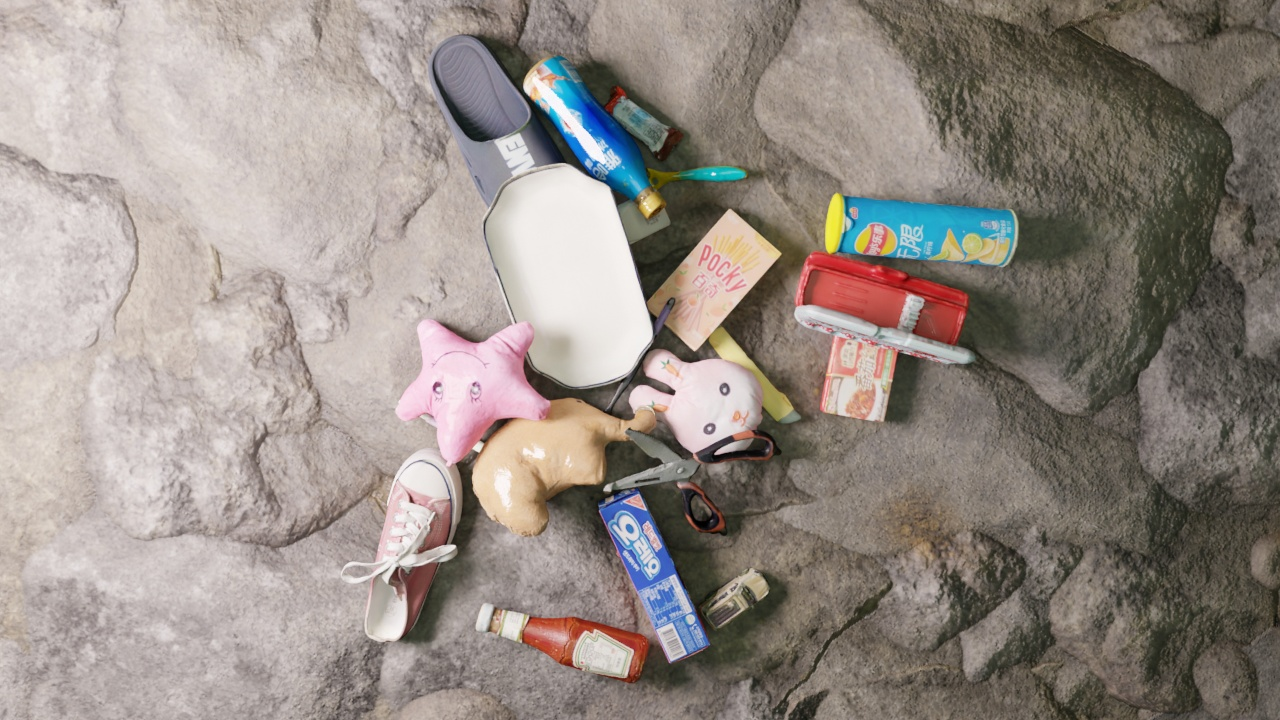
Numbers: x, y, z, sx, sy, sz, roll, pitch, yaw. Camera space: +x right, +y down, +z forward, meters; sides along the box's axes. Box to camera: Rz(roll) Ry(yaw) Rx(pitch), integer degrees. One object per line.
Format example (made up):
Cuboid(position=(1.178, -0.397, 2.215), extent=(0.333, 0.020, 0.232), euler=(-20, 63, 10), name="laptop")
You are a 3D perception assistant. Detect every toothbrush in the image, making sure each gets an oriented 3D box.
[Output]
Cuboid(position=(-0.211, 0.099, 1.116), extent=(0.189, 0.029, 0.020), euler=(28, 50, -3), name="toothbrush")
Cuboid(position=(-0.006, 0.006, 1.104), extent=(0.014, 0.016, 0.189), euler=(31, 99, 8), name="toothbrush")

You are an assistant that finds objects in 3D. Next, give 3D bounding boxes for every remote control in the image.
Cuboid(position=(-0.028, -0.157, 1.100), extent=(0.125, 0.024, 0.049), euler=(-27, 120, 0), name="remote control")

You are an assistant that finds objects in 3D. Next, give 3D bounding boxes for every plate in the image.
Cuboid(position=(-0.081, -0.097, 1.074), extent=(0.162, 0.034, 0.266), euler=(-15, 106, 10), name="plate")

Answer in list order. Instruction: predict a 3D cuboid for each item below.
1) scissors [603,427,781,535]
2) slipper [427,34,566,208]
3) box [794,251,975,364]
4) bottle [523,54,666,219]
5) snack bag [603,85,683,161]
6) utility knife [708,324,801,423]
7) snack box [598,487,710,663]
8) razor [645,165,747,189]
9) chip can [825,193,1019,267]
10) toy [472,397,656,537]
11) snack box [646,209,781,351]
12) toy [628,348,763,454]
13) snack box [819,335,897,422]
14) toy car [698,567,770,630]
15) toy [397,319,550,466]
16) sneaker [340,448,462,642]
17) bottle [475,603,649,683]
Cuboid(position=(0.065, 0.128, 1.069), extent=(0.189, 0.015, 0.225), euler=(-40, 124, 1), name="scissors")
Cuboid(position=(-0.169, -0.265, 1.075), extent=(0.111, 0.083, 0.268), euler=(-30, 90, 2), name="slipper")
Cuboid(position=(0.283, -0.062, 1.050), extent=(0.201, 0.100, 0.094), euler=(15, 91, -2), name="box")
Cuboid(position=(-0.049, -0.256, 1.070), extent=(0.065, 0.065, 0.218), euler=(-39, 84, 0), name="bottle")
Cuboid(position=(-0.001, -0.285, 1.102), extent=(0.105, 0.026, 0.045), euler=(36, 82, -2), name="snack bag")
Cuboid(position=(0.129, 0.009, 1.117), extent=(0.031, 0.019, 0.178), euler=(-40, 93, -4), name="utility knife")
Cuboid(position=(0.016, 0.254, 1.103), extent=(0.057, 0.058, 0.207), euler=(-25, 92, 0), name="snack box")
Cuboid(position=(0.062, -0.220, 1.104), extent=(0.132, 0.028, 0.043), euler=(-5, 117, 2), name="razor")
Cuboid(position=(0.331, -0.154, 1.087), extent=(0.210, 0.071, 0.071), euler=(5, 91, -1), name="chip can")
Cuboid(position=(-0.092, 0.102, 1.069), extent=(0.226, 0.082, 0.143), euler=(-38, 64, -8), name="toy")
Cuboid(position=(0.087, -0.097, 1.106), extent=(0.084, 0.026, 0.157), euler=(41, 91, 3), name="snack box")
Cuboid(position=(0.068, 0.050, 1.102), extent=(0.159, 0.054, 0.121), euler=(19, 97, 5), name="toy")
Cuboid(position=(0.271, -0.006, 1.114), extent=(0.075, 0.025, 0.153), euler=(11, 92, -1), name="snack box")
Cuboid(position=(0.117, 0.291, 1.117), extent=(0.090, 0.035, 0.042), euler=(-35, 93, -2), name="toy car")
Cuboid(position=(-0.193, 0.037, 1.064), extent=(0.195, 0.074, 0.178), euler=(5, 76, 18), name="toy")
Cuboid(position=(-0.276, 0.225, 1.083), extent=(0.118, 0.088, 0.241), euler=(17, 92, -1), name="sneaker")
Cuboid(position=(-0.095, 0.335, 1.104), extent=(0.206, 0.060, 0.060), euler=(15, 91, -1), name="bottle")
